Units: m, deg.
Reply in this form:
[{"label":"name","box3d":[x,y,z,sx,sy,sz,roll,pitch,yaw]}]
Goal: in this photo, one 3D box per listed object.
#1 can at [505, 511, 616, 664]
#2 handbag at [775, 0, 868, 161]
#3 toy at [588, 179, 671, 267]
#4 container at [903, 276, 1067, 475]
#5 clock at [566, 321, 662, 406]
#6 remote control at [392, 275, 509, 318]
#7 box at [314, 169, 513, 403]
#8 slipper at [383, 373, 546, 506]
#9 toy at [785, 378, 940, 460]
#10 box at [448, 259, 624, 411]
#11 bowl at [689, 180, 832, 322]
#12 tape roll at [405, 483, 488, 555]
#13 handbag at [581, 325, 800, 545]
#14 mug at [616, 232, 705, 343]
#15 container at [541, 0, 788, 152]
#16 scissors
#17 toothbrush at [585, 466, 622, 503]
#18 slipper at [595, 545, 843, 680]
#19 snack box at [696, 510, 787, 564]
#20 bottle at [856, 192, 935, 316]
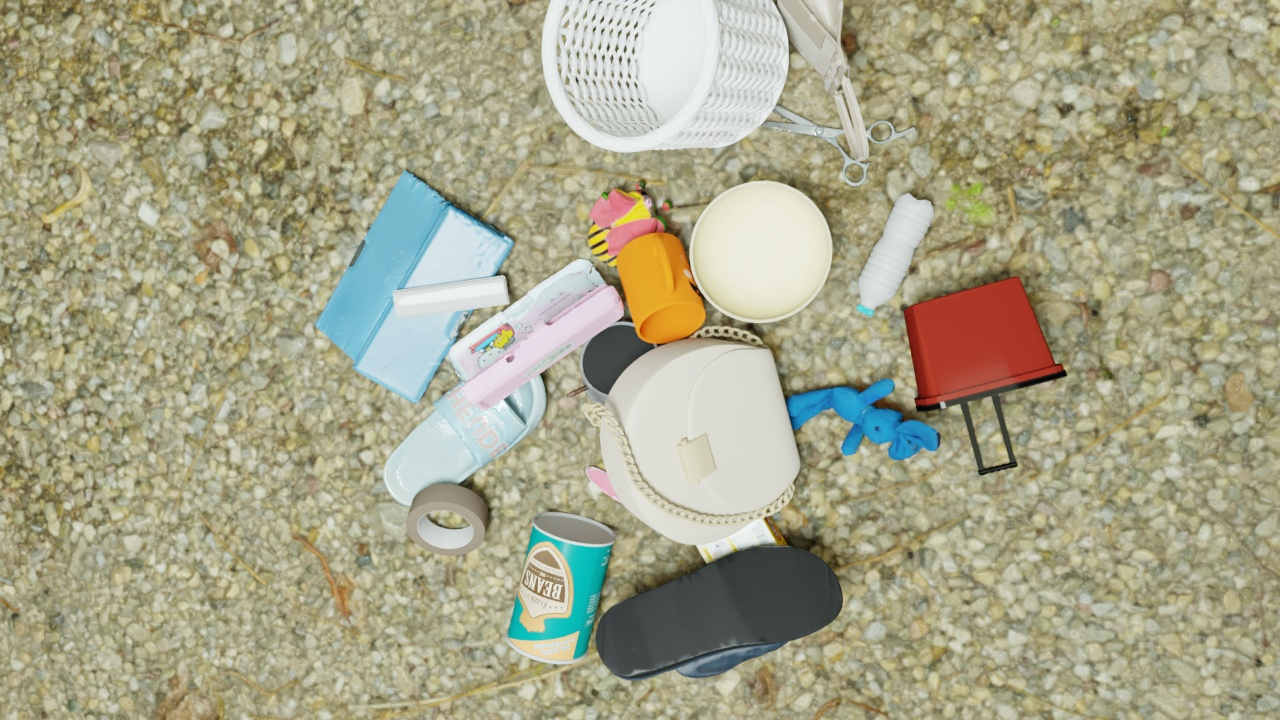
[{"label":"can","box3d":[-0.093,0.262,1.067,0.099,0.099,0.144,14,97,7]},{"label":"handbag","box3d":[0.195,-0.299,0.936,0.062,0.175,0.198,-18,95,9]},{"label":"toy","box3d":[-0.018,-0.155,1.047,0.084,0.046,0.103,37,104,-10]},{"label":"container","box3d":[0.364,0.026,0.971,0.148,0.127,0.200,-16,86,9]},{"label":"clock","box3d":[-0.006,0.006,1.042,0.148,0.056,0.103,-1,71,11]},{"label":"remote control","box3d":[-0.218,-0.072,1.057,0.131,0.012,0.033,-8,105,-2]},{"label":"box","box3d":[-0.277,-0.087,1.085,0.175,0.060,0.232,33,100,5]},{"label":"slipper","box3d":[-0.211,0.087,1.082,0.246,0.074,0.104,-41,90,11]},{"label":"toy","box3d":[0.248,0.070,1.016,0.176,0.113,0.070,16,61,27]},{"label":"box","box3d":[-0.124,-0.038,1.021,0.201,0.111,0.101,-35,79,-3]},{"label":"bowl","box3d":[0.132,-0.118,1.010,0.151,0.075,0.151,1,95,8]},{"label":"tape roll","box3d":[-0.229,0.191,1.093,0.094,0.030,0.094,1,128,1]},{"label":"handbag","box3d":[0.061,0.083,0.992,0.208,0.103,0.211,-24,108,-21]},{"label":"mug","box3d":[0.021,-0.088,0.995,0.077,0.113,0.095,-13,60,-6]},{"label":"container","box3d":[0.030,-0.307,0.923,0.190,0.186,0.189,8,105,29]},{"label":"scissors","box3d":[0.215,-0.260,1.016,0.131,0.014,0.153,-41,92,10]},{"label":"toothbrush","box3d":[-0.008,0.166,1.088,0.135,0.016,0.021,33,99,4]},{"label":"slipper","box3d":[0.087,0.283,0.999,0.265,0.083,0.108,-18,55,0]},{"label":"snack box","box3d":[0.127,0.228,1.051,0.084,0.061,0.106,-30,91,11]},{"label":"bottle","box3d":[0.275,-0.113,1.005,0.044,0.044,0.136,25,98,5]}]
